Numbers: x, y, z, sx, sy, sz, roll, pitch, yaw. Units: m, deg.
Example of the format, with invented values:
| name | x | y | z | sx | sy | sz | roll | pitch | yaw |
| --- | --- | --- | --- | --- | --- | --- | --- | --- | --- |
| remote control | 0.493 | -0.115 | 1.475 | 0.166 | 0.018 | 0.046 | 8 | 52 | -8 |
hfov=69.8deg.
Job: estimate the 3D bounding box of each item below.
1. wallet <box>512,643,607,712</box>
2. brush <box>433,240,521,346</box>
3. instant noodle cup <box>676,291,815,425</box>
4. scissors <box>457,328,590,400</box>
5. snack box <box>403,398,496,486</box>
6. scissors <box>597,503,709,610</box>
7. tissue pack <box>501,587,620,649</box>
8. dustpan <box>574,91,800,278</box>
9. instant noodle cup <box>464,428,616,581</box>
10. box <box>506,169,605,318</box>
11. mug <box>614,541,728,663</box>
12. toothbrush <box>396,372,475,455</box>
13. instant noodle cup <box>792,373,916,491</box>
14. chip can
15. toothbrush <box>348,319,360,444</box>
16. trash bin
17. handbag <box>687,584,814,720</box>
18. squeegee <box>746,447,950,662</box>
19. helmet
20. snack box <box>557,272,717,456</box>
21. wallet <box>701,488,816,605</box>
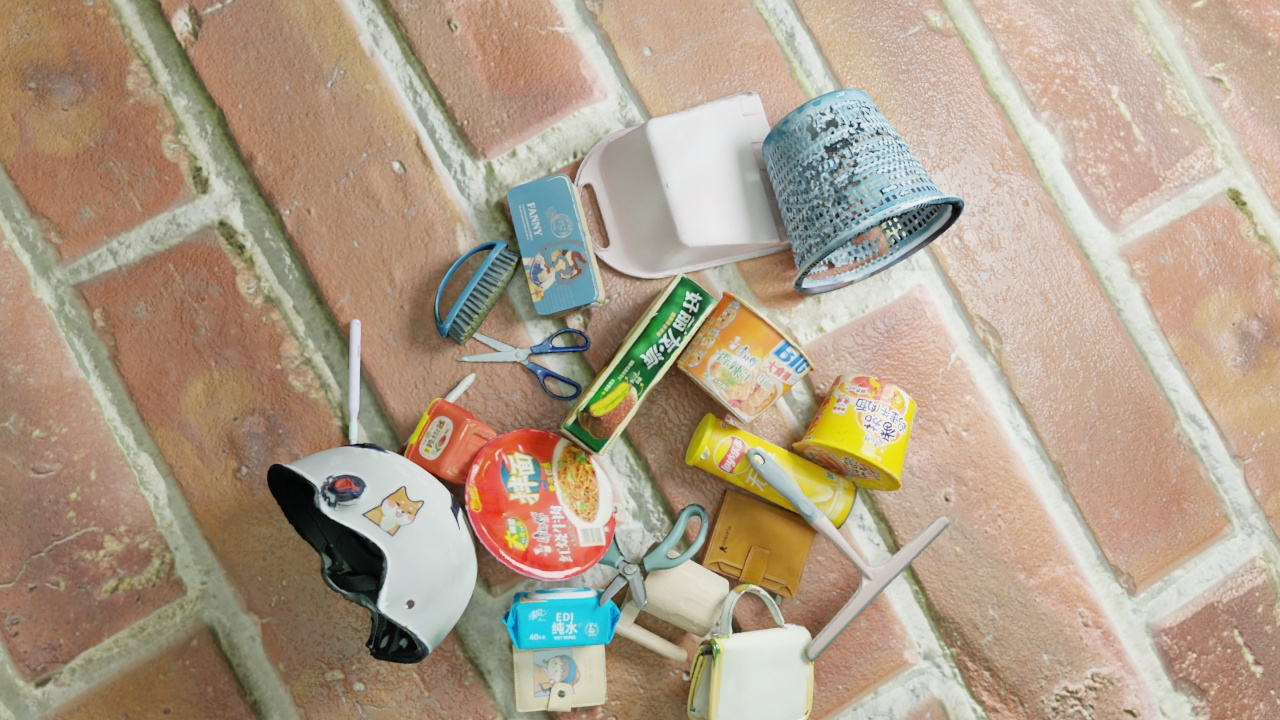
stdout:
| name | x | y | z | sx | sy | sz | roll | pitch | yaw |
| --- | --- | --- | --- | --- | --- | --- | --- | --- | --- |
| wallet | -0.100 | 0.393 | 1.142 | 0.115 | 0.024 | 0.087 | -2 | 80 | -8 |
| brush | -0.212 | -0.091 | 1.153 | 0.073 | 0.055 | 0.143 | 32 | 82 | -1 |
| instant noodle cup | 0.125 | 0.003 | 1.146 | 0.151 | 0.151 | 0.111 | 42 | 90 | -2 |
| scissors | -0.141 | -0.010 | 1.177 | 0.157 | 0.012 | 0.165 | -43 | 90 | -7 |
| snack box | -0.226 | 0.103 | 1.114 | 0.080 | 0.082 | 0.091 | 19 | 80 | 39 |
| scissors | 0.008 | 0.217 | 1.111 | 0.180 | 0.170 | 0.019 | -25 | 133 | 0 |
| tissue pack | -0.098 | 0.310 | 1.114 | 0.140 | 0.090 | 0.063 | 0 | 84 | -7 |
| dustpan | 0.057 | -0.226 | 1.223 | 0.272 | 0.139 | 0.222 | -12 | 85 | -36 |
| instant noodle cup | -0.127 | 0.182 | 1.105 | 0.193 | 0.066 | 0.193 | 16 | 51 | -21 |
| box | -0.106 | -0.148 | 1.160 | 0.090 | 0.059 | 0.184 | -17 | 89 | 8 |
| mug | 0.036 | 0.303 | 1.138 | 0.103 | 0.084 | 0.124 | 28 | 91 | -5 |
| toothbrush | -0.276 | 0.082 | 1.151 | 0.017 | 0.016 | 0.187 | 42 | 82 | 8 |
| instant noodle cup | 0.280 | 0.088 | 1.164 | 0.138 | 0.138 | 0.109 | 26 | 74 | -4 |
| chip can | 0.166 | 0.142 | 1.172 | 0.213 | 0.072 | 0.072 | 25 | 82 | -5 |
| toothbrush | -0.355 | 0.042 | 1.142 | 0.021 | 0.029 | 0.189 | -6 | 83 | 30 |
| trash bin | 0.258 | -0.221 | 1.158 | 0.226 | 0.227 | 0.195 | -21 | 75 | -9 |
| handbag | 0.137 | 0.360 | 1.123 | 0.163 | 0.063 | 0.178 | 4 | 90 | -34 |
| squeegee | 0.219 | 0.200 | 1.121 | 0.247 | 0.040 | 0.249 | -44 | 93 | -4 |
| helmet | -0.285 | 0.199 | 1.048 | 0.156 | 0.231 | 0.274 | -31 | 69 | -32 |
| snack box | -0.007 | 0.007 | 1.140 | 0.063 | 0.114 | 0.240 | 37 | 81 | -4 |
| wallet | 0.152 | 0.243 | 1.183 | 0.130 | 0.035 | 0.119 | 20 | 76 | -5 |
